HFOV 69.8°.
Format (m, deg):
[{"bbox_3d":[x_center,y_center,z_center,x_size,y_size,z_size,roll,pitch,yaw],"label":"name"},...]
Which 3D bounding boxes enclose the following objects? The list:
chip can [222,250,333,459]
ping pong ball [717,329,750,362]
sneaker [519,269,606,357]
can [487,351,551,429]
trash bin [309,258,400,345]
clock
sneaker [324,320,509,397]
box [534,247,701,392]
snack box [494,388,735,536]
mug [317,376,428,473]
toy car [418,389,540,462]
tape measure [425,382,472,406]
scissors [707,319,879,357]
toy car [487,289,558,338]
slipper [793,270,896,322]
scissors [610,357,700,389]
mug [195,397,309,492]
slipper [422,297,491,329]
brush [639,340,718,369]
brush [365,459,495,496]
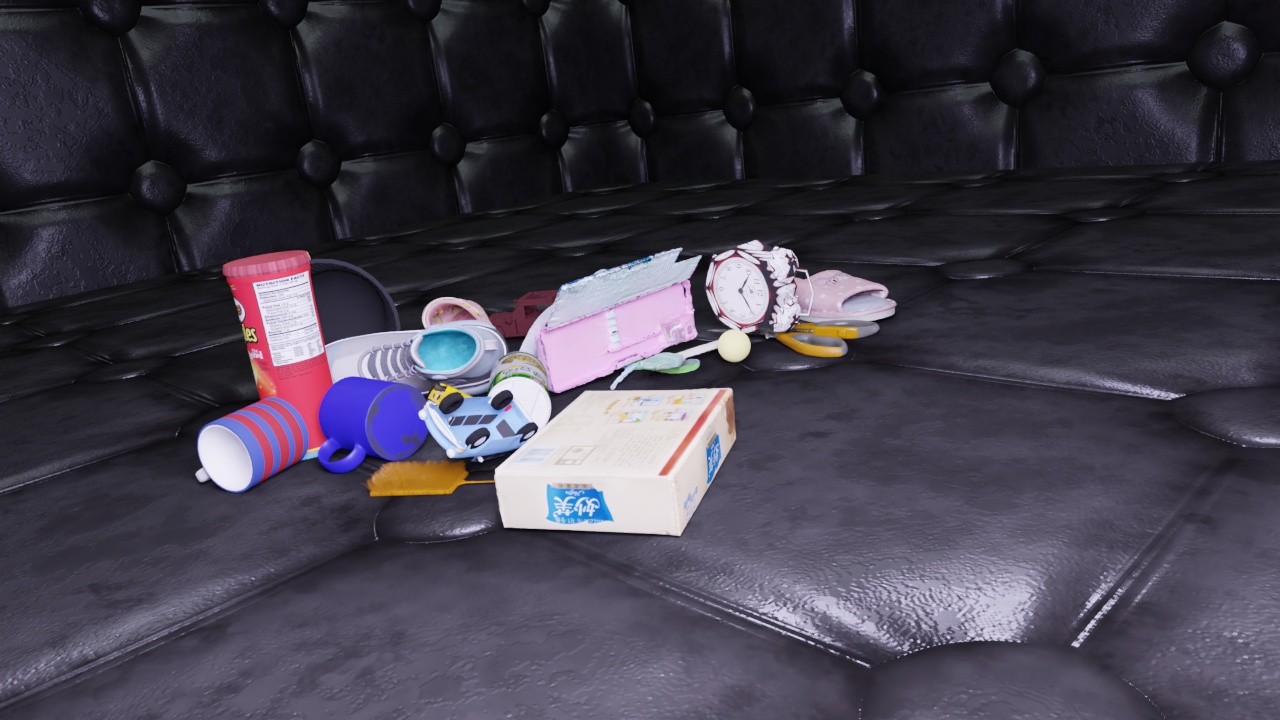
[{"bbox_3d":[-0.379,-0.006,0.989,0.087,0.213,0.087,-7,16,2],"label":"chip can"},{"bbox_3d":[0.115,-0.018,1.126,0.040,0.040,0.040,-7,16,2],"label":"ping pong ball"},{"bbox_3d":[-0.074,-0.038,1.213,0.087,0.089,0.234,32,48,14],"label":"sneaker"},{"bbox_3d":[-0.133,0.036,1.002,0.067,0.067,0.121,-9,15,-5],"label":"can"},{"bbox_3d":[-0.422,-0.050,1.253,0.184,0.184,0.210,-11,11,-13],"label":"trash bin"},{"bbox_3d":[0.161,-0.094,1.172,0.155,0.115,0.064,11,25,42],"label":"clock"},{"bbox_3d":[-0.288,0.001,1.072,0.257,0.093,0.160,-7,-4,0],"label":"sneaker"},{"bbox_3d":[-0.023,-0.063,1.108,0.229,0.161,0.062,-22,44,-34],"label":"box"},{"bbox_3d":[-0.012,0.082,0.807,0.153,0.055,0.206,-2,16,20],"label":"snack box"},{"bbox_3d":[-0.286,0.071,0.952,0.084,0.079,0.111,6,49,39],"label":"mug"},{"bbox_3d":[-0.151,0.065,0.868,0.055,0.056,0.153,-45,-17,17],"label":"toy car"},{"bbox_3d":[-0.202,0.051,0.997,0.064,0.037,0.066,28,-7,-11],"label":"tape measure"},{"bbox_3d":[0.188,-0.031,1.179,0.225,0.016,0.174,0,18,20],"label":"scissors"},{"bbox_3d":[-0.159,-0.068,1.386,0.170,0.062,0.070,-3,16,14],"label":"toy car"},{"bbox_3d":[0.254,-0.098,1.319,0.114,0.054,0.275,-16,18,-27],"label":"slipper"},{"bbox_3d":[-0.007,0.006,1.154,0.171,0.021,0.172,1,22,17],"label":"scissors"},{"bbox_3d":[-0.406,0.092,0.941,0.112,0.075,0.076,-29,4,30],"label":"mug"},{"bbox_3d":[-0.270,-0.056,1.321,0.093,0.081,0.197,-43,29,-8],"label":"slipper"},{"bbox_3d":[0.073,-0.013,1.146,0.033,0.012,0.217,8,15,35],"label":"brush"},{"bbox_3d":[-0.188,0.109,0.860,0.126,0.017,0.048,-4,16,13],"label":"brush"}]
